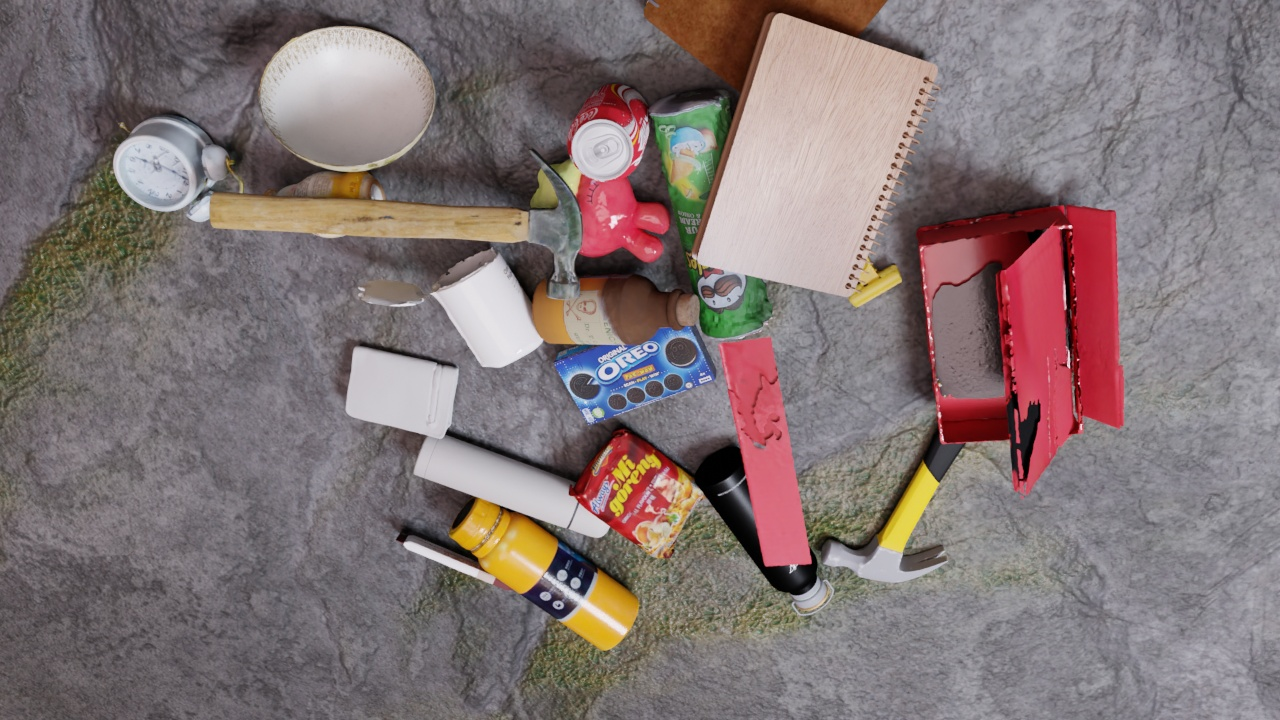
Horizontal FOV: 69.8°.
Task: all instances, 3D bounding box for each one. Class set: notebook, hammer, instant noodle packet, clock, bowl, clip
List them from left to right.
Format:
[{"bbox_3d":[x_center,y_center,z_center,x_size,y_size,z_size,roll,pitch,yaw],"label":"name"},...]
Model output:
[{"bbox_3d":[-0.437,-0.181,0.873,0.117,0.057,0.083,22,119,-14],"label":"clock"},{"bbox_3d":[-0.254,-0.217,0.810,0.145,0.145,0.063,18,157,-4],"label":"bowl"},{"bbox_3d":[-0.217,-0.129,0.824,0.330,0.033,0.132,3,104,-1],"label":"hammer"},{"bbox_3d":[0.000,0.144,0.998,0.135,0.040,0.098,38,87,-13],"label":"instant noodle packet"},{"bbox_3d":[0.125,-0.331,0.743,0.167,0.024,0.226,34,117,-14],"label":"notebook"},{"bbox_3d":[0.152,-0.168,0.788,0.169,0.022,0.211,10,110,-19],"label":"notebook"},{"bbox_3d":[0.216,-0.080,0.872,0.054,0.044,0.049,-30,137,22],"label":"clip"},{"bbox_3d":[0.311,0.112,0.971,0.127,0.029,0.324,17,119,-4],"label":"hammer"}]

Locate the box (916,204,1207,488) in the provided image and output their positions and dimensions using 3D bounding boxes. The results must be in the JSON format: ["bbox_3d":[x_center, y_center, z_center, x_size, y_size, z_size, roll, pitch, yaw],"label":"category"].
[{"bbox_3d":[0.475,-0.016,0.734,0.512,0.140,0.215,2,115,34],"label":"box"}]

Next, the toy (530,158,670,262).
[{"bbox_3d":[-0.037,-0.137,0.858,0.135,0.045,0.092,25,121,-1],"label":"toy"}]

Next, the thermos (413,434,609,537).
[{"bbox_3d":[-0.137,0.140,1.021,0.224,0.052,0.052,21,119,-5],"label":"thermos"}]

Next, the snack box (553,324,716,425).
[{"bbox_3d":[-0.006,0.005,0.945,0.150,0.027,0.082,-21,114,17],"label":"snack box"}]

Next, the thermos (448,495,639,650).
[{"bbox_3d":[-0.117,0.247,1.067,0.232,0.076,0.092,39,119,-15],"label":"thermos"}]

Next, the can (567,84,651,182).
[{"bbox_3d":[-0.026,-0.196,0.789,0.064,0.104,0.064,3,119,5],"label":"can"}]

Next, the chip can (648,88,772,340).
[{"bbox_3d":[0.067,-0.132,0.833,0.075,0.075,0.223,-10,117,12],"label":"chip can"}]

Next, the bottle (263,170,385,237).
[{"bbox_3d":[-0.301,-0.148,0.871,0.109,0.063,0.063,-2,119,6],"label":"bottle"}]

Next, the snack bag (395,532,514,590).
[{"bbox_3d":[-0.215,0.241,1.090,0.158,0.057,0.013,25,83,-8],"label":"snack bag"}]

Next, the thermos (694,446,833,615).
[{"bbox_3d":[0.146,0.199,1.018,0.061,0.061,0.231,-28,113,20],"label":"thermos"}]

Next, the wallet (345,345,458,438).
[{"bbox_3d":[-0.255,0.032,0.989,0.116,0.032,0.086,17,109,-1],"label":"wallet"}]

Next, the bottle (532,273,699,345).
[{"bbox_3d":[-0.020,-0.048,0.870,0.157,0.067,0.068,2,121,26],"label":"bottle"}]

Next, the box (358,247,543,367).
[{"bbox_3d":[-0.183,-0.047,0.896,0.143,0.083,0.137,-26,113,5],"label":"box"}]
